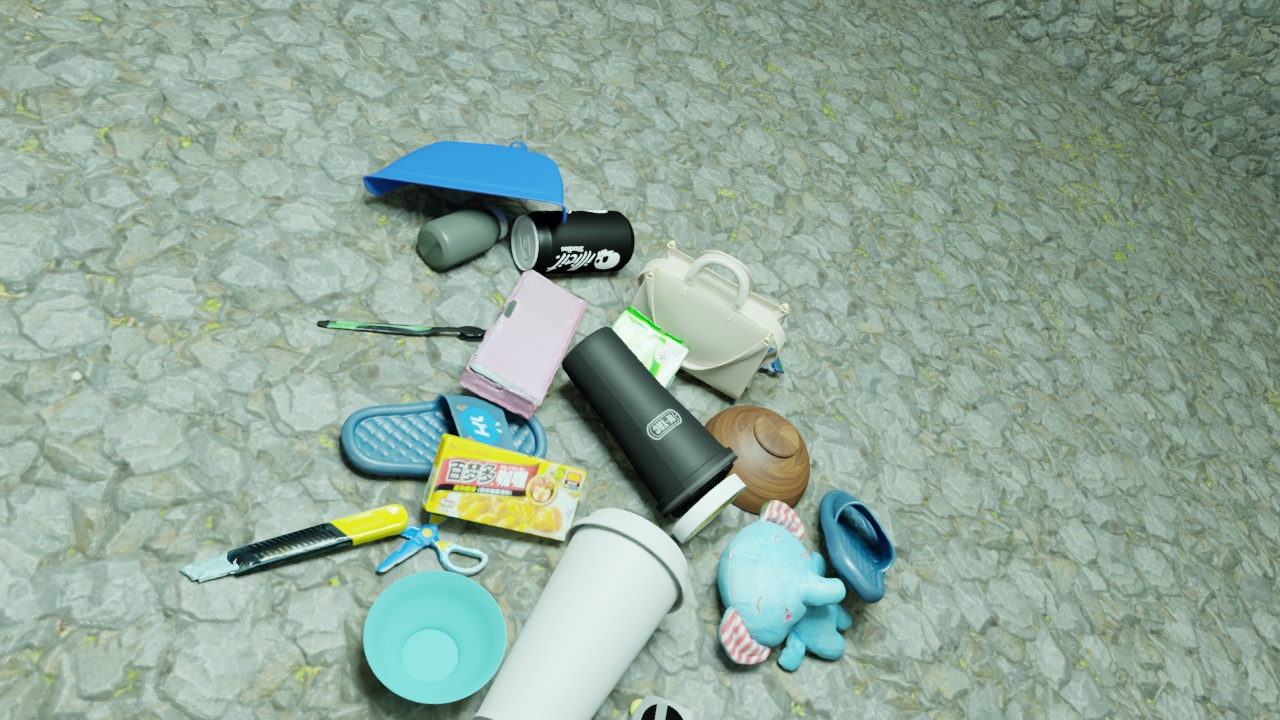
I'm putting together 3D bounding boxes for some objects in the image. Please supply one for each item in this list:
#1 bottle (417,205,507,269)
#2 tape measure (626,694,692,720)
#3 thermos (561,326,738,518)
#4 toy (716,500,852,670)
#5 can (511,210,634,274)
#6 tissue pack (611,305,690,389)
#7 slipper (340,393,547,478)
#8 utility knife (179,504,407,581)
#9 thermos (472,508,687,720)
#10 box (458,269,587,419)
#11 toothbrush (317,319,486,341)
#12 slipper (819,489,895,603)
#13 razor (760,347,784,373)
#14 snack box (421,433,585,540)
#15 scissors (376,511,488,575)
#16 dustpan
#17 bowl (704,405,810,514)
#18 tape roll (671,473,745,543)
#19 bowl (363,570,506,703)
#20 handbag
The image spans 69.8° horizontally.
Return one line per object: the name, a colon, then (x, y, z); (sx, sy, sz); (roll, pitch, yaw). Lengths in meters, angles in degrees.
bottle: (-0.217, -0.155, 1.130); (0.060, 0.060, 0.108); (46, 46, 12)
tape measure: (0.017, 0.352, 0.861); (0.064, 0.017, 0.064); (23, 45, -11)
thermos: (0.006, 0.067, 1.022); (0.105, 0.106, 0.218); (-31, 77, -42)
toy: (0.163, 0.251, 0.973); (0.180, 0.115, 0.182); (36, 54, -14)
can: (-0.086, -0.153, 1.187); (0.145, 0.080, 0.080); (-6, 57, -33)
tissue pack: (-0.006, 0.006, 1.097); (0.099, 0.034, 0.114); (33, 79, -1)
slipper: (-0.198, 0.073, 0.949); (0.213, 0.059, 0.103); (2, 50, -26)
utility knife: (-0.309, 0.167, 0.832); (0.197, 0.020, 0.028); (-11, 53, -30)
thermos: (-0.055, 0.254, 0.837); (0.131, 0.132, 0.221); (35, 52, 2)
box: (-0.127, -0.027, 1.056); (0.098, 0.041, 0.232); (27, 33, -4)
toothbrush: (-0.267, -0.034, 1.037); (0.187, 0.017, 0.014); (3, 48, -23)
slipper: (0.254, 0.207, 1.046); (0.104, 0.059, 0.213); (49, 17, -3)
razor: (0.124, -0.004, 1.222); (0.140, 0.018, 0.043); (7, 48, -20)
snack box: (-0.135, 0.128, 0.917); (0.152, 0.025, 0.075); (18, 87, -25)
scissors: (-0.203, 0.175, 0.894); (0.125, 0.016, 0.125); (41, 45, 15)
dustpan: (-0.190, -0.248, 1.187); (0.245, 0.060, 0.256); (9, 35, 4)
bowl: (0.150, 0.106, 1.106); (0.147, 0.069, 0.147); (15, 47, -17)
tape roll: (0.074, 0.162, 0.999); (0.019, 0.094, 0.093); (47, 46, 14)
bowl: (-0.183, 0.251, 0.809); (0.121, 0.046, 0.121); (11, 46, -12)
handbag: (0.086, -0.063, 1.106); (0.194, 0.198, 0.101); (30, 59, 4)
